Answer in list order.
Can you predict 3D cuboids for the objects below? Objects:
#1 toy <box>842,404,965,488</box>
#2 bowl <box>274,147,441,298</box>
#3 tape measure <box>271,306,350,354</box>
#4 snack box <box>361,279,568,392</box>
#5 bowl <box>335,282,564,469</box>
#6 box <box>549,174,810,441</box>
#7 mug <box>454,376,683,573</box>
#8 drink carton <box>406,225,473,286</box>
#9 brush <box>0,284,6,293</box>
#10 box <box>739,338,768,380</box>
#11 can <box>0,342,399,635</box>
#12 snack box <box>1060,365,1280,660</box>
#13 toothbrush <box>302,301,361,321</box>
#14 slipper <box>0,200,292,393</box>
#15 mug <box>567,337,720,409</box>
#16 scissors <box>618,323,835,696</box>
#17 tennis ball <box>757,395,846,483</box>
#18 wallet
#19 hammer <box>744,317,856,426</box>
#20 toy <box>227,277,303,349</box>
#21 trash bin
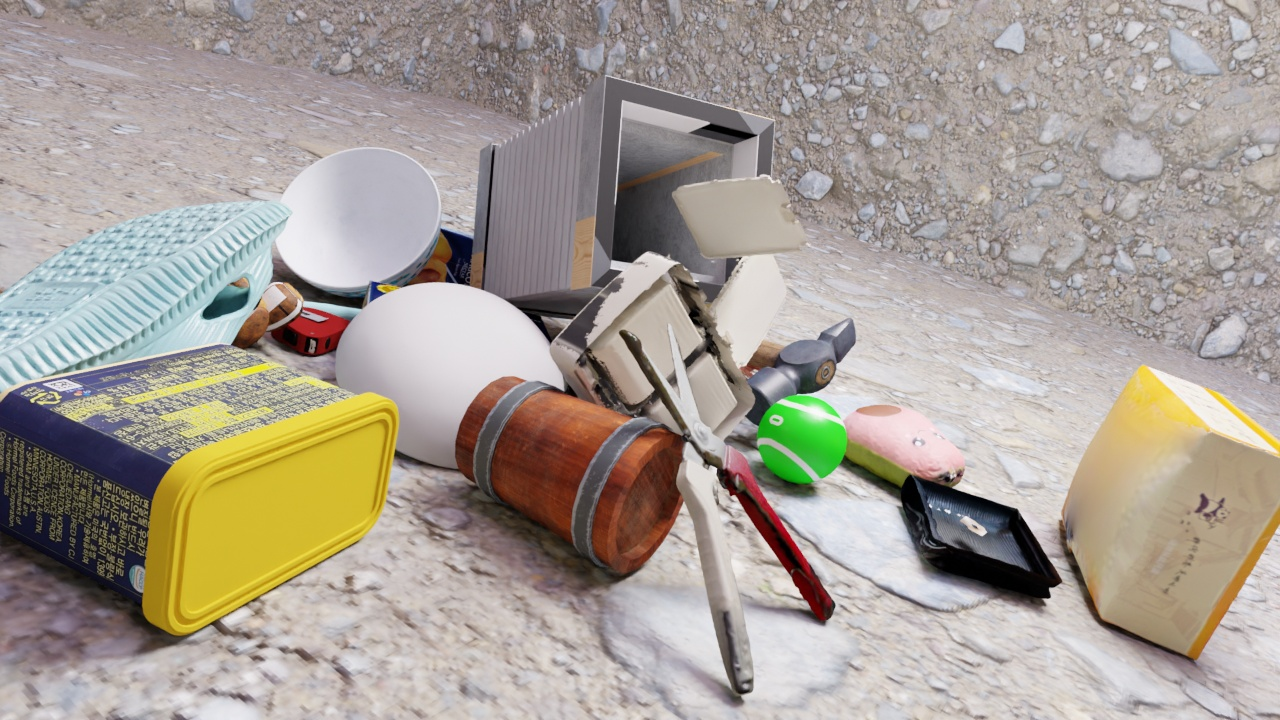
[{"bbox_3d":[0.216,0.072,0.747,0.089,0.051,0.110,-3,28,-33],"label":"toy"},{"bbox_3d":[-0.242,-0.109,0.820,0.144,0.143,0.074,20,-23,11],"label":"bowl"},{"bbox_3d":[-0.246,-0.025,0.677,0.051,0.019,0.058,19,17,7],"label":"tape measure"},{"bbox_3d":[-0.138,-0.008,0.688,0.144,0.043,0.145,11,18,-19],"label":"snack box"},{"bbox_3d":[-0.114,-0.003,0.586,0.149,0.043,0.149,16,43,-15],"label":"bowl"},{"bbox_3d":[0.029,-0.023,0.596,0.080,0.180,0.143,32,-20,44],"label":"box"},{"bbox_3d":[-0.032,0.063,0.524,0.111,0.081,0.117,21,-7,28],"label":"mug"},{"bbox_3d":[-0.178,-0.091,0.878,0.130,0.064,0.040,19,10,10],"label":"drink carton"},{"bbox_3d":[-0.360,-0.020,0.557,0.126,0.017,0.048,17,17,3],"label":"brush"},{"bbox_3d":[0.082,-0.005,0.872,0.067,0.057,0.187,-24,30,-15],"label":"box"},{"bbox_3d":[-0.193,0.046,0.408,0.104,0.075,0.135,19,17,17],"label":"can"},{"bbox_3d":[0.369,0.095,0.659,0.081,0.145,0.195,23,18,12],"label":"snack box"},{"bbox_3d":[-0.211,-0.035,0.753,0.180,0.016,0.016,4,24,-38],"label":"toothbrush"},{"bbox_3d":[-0.296,-0.019,0.506,0.116,0.070,0.275,5,31,16],"label":"slipper"},{"bbox_3d":[-0.004,0.004,0.741,0.107,0.080,0.116,5,-8,-31],"label":"mug"},{"bbox_3d":[0.044,0.078,0.468,0.198,0.015,0.178,45,34,-24],"label":"scissors"},{"bbox_3d":[0.119,0.058,0.677,0.065,0.065,0.065,15,17,-5],"label":"tennis ball"},{"bbox_3d":[0.235,0.123,0.645,0.089,0.026,0.114,18,19,1],"label":"wallet"},{"bbox_3d":[0.044,-0.027,0.849,0.129,0.040,0.322,-34,33,-29],"label":"hammer"},{"bbox_3d":[-0.300,-0.048,0.628,0.112,0.067,0.087,34,4,14],"label":"toy"},{"bbox_3d":[-0.027,-0.113,0.749,0.142,0.142,0.247,5,-3,-29],"label":"trash bin"}]
